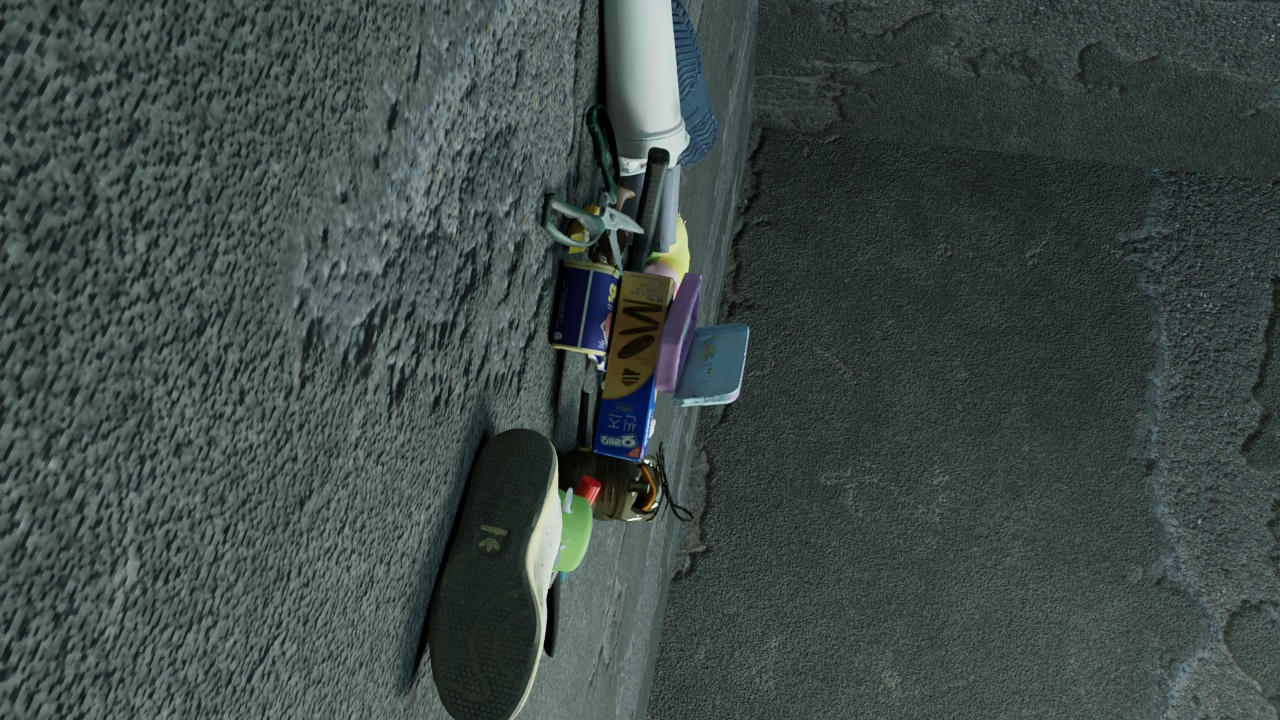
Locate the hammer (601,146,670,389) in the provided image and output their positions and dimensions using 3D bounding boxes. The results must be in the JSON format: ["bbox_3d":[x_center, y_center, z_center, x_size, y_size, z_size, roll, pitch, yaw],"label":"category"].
[{"bbox_3d":[-0.006,-0.113,1.107,0.130,0.032,0.320,-82,-176,-46],"label":"hammer"}]

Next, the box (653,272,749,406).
[{"bbox_3d":[0.077,-0.023,1.025,0.213,0.092,0.089,-67,165,-65],"label":"box"}]

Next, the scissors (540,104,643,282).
[{"bbox_3d":[-0.051,-0.181,0.940,0.201,0.015,0.201,5,73,-62],"label":"scissors"}]

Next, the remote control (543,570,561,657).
[{"bbox_3d":[-0.107,0.289,1.103,0.041,0.020,0.152,-118,-151,-61],"label":"remote control"}]

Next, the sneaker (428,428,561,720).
[{"bbox_3d":[-0.117,0.183,0.770,0.102,0.089,0.241,99,-1,-64],"label":"sneaker"}]

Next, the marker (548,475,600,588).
[{"bbox_3d":[-0.084,0.196,1.033,0.021,0.023,0.145,-3,124,-59],"label":"marker"}]

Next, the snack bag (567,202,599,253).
[{"bbox_3d":[-0.061,-0.145,1.000,0.099,0.020,0.026,-68,163,-58],"label":"snack bag"}]

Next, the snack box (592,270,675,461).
[{"bbox_3d":[-0.006,0.006,1.019,0.057,0.056,0.207,-9,109,-84],"label":"snack box"}]

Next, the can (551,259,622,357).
[{"bbox_3d":[-0.056,-0.054,1.003,0.116,0.056,0.092,12,87,-81],"label":"can"}]

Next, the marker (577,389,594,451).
[{"bbox_3d":[-0.070,0.098,1.180,0.021,0.017,0.124,-5,107,-35],"label":"marker"}]

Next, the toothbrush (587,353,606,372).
[{"bbox_3d":[-0.051,0.007,1.232,0.186,0.015,0.016,55,48,-77],"label":"toothbrush"}]

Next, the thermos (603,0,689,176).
[{"bbox_3d":[0.004,-0.319,1.020,0.099,0.099,0.221,-71,162,-52],"label":"thermos"}]

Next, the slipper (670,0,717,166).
[{"bbox_3d":[0.024,-0.347,1.153,0.095,0.105,0.253,52,-5,36],"label":"slipper"}]

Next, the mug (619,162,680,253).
[{"bbox_3d":[0.014,-0.200,1.176,0.124,0.083,0.104,-130,-139,-66],"label":"mug"}]

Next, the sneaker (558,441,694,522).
[{"bbox_3d":[-0.001,0.150,1.133,0.238,0.143,0.101,33,59,-73],"label":"sneaker"}]

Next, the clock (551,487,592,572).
[{"bbox_3d":[-0.088,0.182,0.975,0.120,0.042,0.094,-20,-125,64],"label":"clock"}]

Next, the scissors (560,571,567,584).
[{"bbox_3d":[-0.093,0.201,1.124,0.124,0.019,0.156,-10,104,-85],"label":"scissors"}]

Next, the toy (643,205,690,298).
[{"bbox_3d":[0.031,-0.146,1.385,0.190,0.088,0.237,96,10,-51],"label":"toy"}]

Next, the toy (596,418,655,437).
[{"bbox_3d":[-0.023,0.108,1.294,0.159,0.084,0.194,-132,-132,-82],"label":"toy"}]

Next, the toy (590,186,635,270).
[{"bbox_3d":[-0.034,-0.152,1.097,0.055,0.041,0.101,122,-25,-65],"label":"toy"}]
